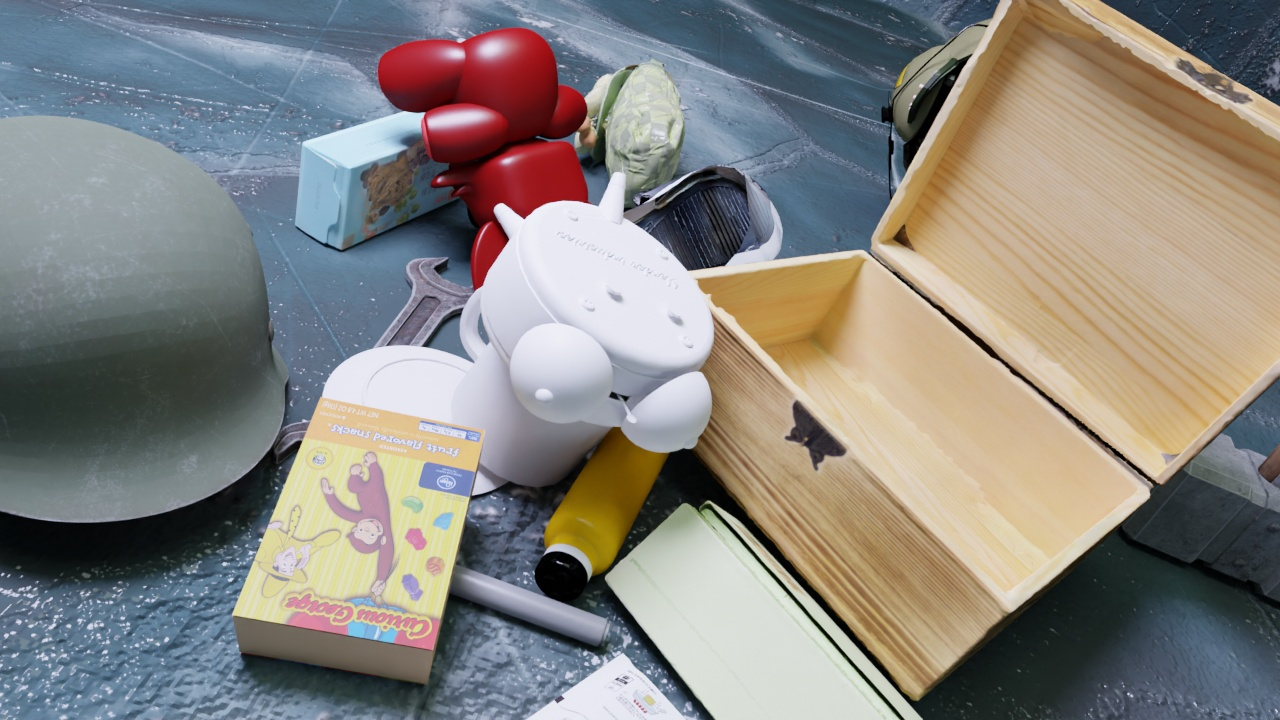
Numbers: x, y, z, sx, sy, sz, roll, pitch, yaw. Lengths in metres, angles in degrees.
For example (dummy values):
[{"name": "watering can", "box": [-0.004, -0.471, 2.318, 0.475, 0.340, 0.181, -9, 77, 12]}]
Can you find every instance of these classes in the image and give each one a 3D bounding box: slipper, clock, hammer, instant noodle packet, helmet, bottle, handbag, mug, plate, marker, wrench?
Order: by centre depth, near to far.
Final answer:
[{"name": "instant noodle packet", "box": [0.008, 0.200, 0.415, 0.134, 0.026, 0.086, 39, 38, 27]}, {"name": "helmet", "box": [-0.297, -0.039, 0.486, 0.226, 0.154, 0.268, -14, 46, -40]}, {"name": "marker", "box": [-0.084, 0.122, 0.489, 0.140, 0.016, 0.016, 20, 34, 0]}, {"name": "clock", "box": [-0.018, -0.030, 0.505, 0.125, 0.073, 0.160, 19, 39, -30]}, {"name": "bottle", "box": [-0.022, 0.085, 0.549, 0.043, 0.043, 0.143, 24, 34, 7]}, {"name": "mug", "box": [-0.066, 0.005, 0.569, 0.121, 0.090, 0.090, 47, 34, 8]}, {"name": "plate", "box": [-0.132, 0.032, 0.584, 0.134, 0.011, 0.134, 18, 35, -14]}, {"name": "wrench", "box": [-0.170, -0.005, 0.632, 0.070, 0.010, 0.272, 19, 34, -1]}, {"name": "hammer", "box": [0.501, 0.027, 0.647, 0.163, 0.318, 0.082, 23, 34, 5]}, {"name": "slipper", "box": [0.026, -0.097, 0.799, 0.263, 0.063, 0.111, -34, 101, -41]}, {"name": "handbag", "box": [-0.016, -0.237, 0.954, 0.117, 0.113, 0.186, 7, 36, -5]}, {"name": "helmet", "box": [0.406, -0.257, 1.043, 0.250, 0.256, 0.232, 29, 38, 12]}]

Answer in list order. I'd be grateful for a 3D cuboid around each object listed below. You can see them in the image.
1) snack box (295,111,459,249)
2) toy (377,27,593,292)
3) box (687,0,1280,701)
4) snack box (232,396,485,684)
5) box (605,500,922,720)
[{"name": "snack box", "box": [-0.210, -0.159, 0.774, 0.053, 0.075, 0.174, 30, 34, 13]}, {"name": "toy", "box": [-0.108, -0.169, 0.744, 0.121, 0.197, 0.158, -6, 15, 45]}, {"name": "box", "box": [0.229, -0.039, 0.572, 0.285, 0.337, 0.279, -11, 48, -46]}, {"name": "snack box", "box": [-0.136, 0.087, 0.462, 0.088, 0.040, 0.125, 12, 47, -7]}, {"name": "box", "box": [0.073, 0.167, 0.495, 0.188, 0.082, 0.098, 46, -2, 35]}]
